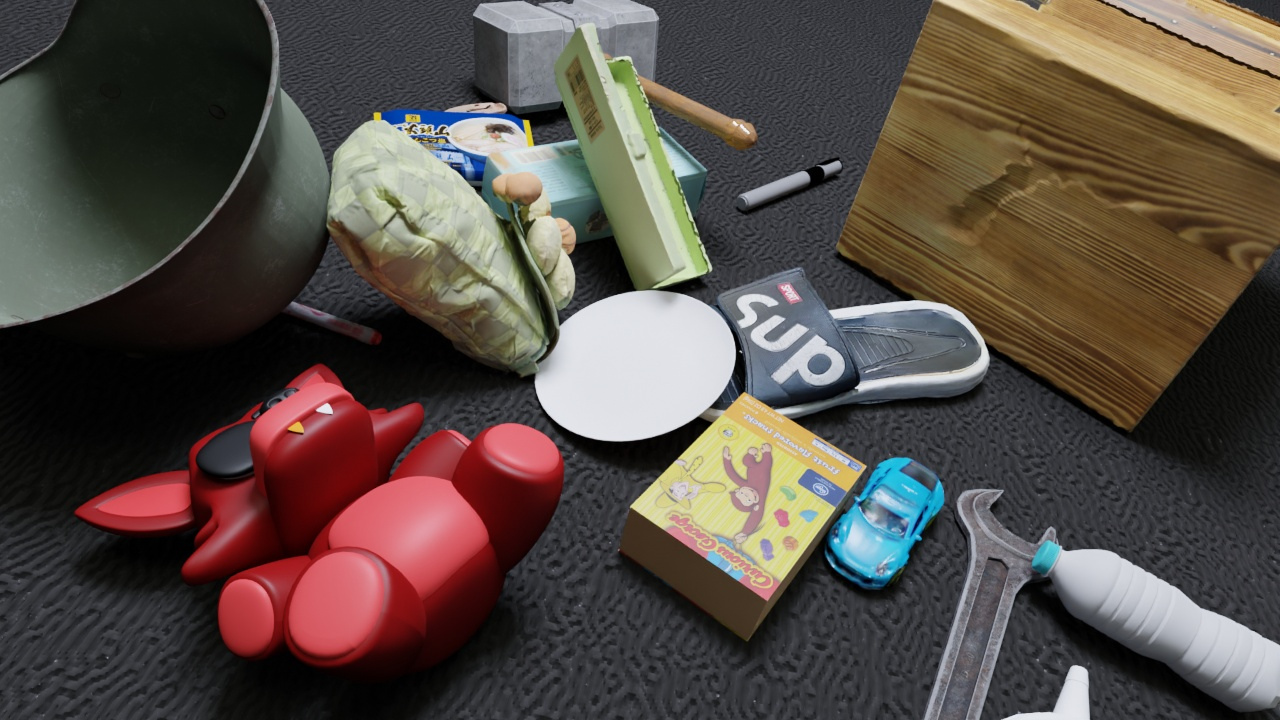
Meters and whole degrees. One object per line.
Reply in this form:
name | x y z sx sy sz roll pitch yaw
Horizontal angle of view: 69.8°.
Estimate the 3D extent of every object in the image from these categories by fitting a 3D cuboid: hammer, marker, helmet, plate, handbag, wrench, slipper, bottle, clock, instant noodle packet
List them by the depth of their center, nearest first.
clock | 0.174 0.226 0.398 0.160 0.073 0.125 -24 67 -31
wrench | 0.182 0.165 0.509 0.070 0.010 0.272 27 44 15
bottle | 0.294 0.148 0.527 0.136 0.044 0.044 30 44 15
helmet | -0.289 -0.092 0.543 0.268 0.154 0.226 2 69 15
handbag | -0.107 -0.079 0.583 0.117 0.186 0.113 -34 49 10
plate | -0.004 0.004 0.612 0.134 0.011 0.134 -7 46 7
marker | -0.240 -0.037 0.618 0.142 0.013 0.012 19 42 6
slipper | 0.136 -0.016 0.658 0.263 0.063 0.111 -2 45 -19
instant noodle packet | -0.157 -0.180 0.783 0.134 0.026 0.087 -2 53 -16
hammer | -0.004 -0.242 0.804 0.162 0.083 0.318 -18 38 -30
marker | 0.140 -0.164 0.853 0.140 0.016 0.016 -26 55 -36

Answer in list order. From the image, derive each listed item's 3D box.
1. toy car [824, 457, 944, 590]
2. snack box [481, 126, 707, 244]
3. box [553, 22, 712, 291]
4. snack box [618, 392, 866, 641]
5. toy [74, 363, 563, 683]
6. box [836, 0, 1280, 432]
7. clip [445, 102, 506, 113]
toy car | 0.153 0.095 0.561 0.048 0.032 0.105 33 47 20
snack box | -0.037 -0.143 0.756 0.174 0.053 0.075 -18 51 -29
box | 0.004 -0.149 0.687 0.082 0.098 0.188 -20 90 -29
snack box | 0.062 0.086 0.540 0.088 0.040 0.125 32 45 19
toy | -0.153 0.070 0.454 0.197 0.121 0.157 25 45 25
box | 0.395 -0.188 0.737 0.279 0.287 0.335 39 50 25
clip | -0.149 -0.216 0.833 0.061 0.049 0.025 -36 53 7
